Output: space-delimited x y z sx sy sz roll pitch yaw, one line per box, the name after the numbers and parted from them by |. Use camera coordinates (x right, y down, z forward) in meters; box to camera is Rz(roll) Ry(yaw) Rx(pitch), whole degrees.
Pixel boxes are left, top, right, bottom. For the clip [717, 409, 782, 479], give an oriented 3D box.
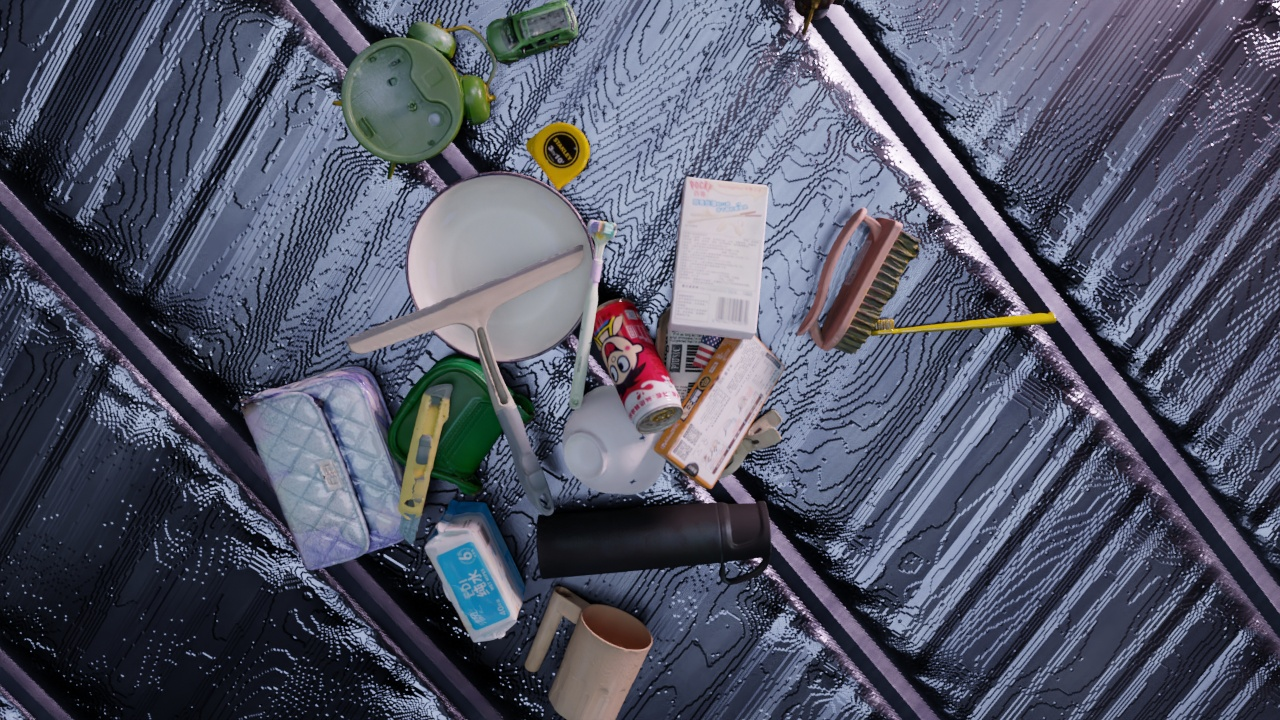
0.105 0.089 0.970 0.097 0.060 0.034 -35 97 18 | clip

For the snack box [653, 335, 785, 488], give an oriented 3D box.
0.082 0.047 0.927 0.075 0.026 0.153 40 78 -36 | snack box

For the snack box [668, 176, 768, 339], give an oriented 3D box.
0.077 -0.102 0.910 0.084 0.027 0.156 7 76 -1 | snack box

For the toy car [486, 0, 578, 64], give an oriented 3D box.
-0.107 -0.322 0.897 0.091 0.036 0.043 -17 101 7 | toy car

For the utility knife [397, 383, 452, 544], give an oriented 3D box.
-0.220 0.104 0.924 0.031 0.019 0.178 14 109 -4 | utility knife

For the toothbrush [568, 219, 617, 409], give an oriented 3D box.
-0.052 -0.044 0.911 0.029 0.020 0.189 9 97 -1 | toothbrush

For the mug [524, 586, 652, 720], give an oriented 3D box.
-0.061 0.322 0.998 0.125 0.084 0.103 27 102 20 | mug

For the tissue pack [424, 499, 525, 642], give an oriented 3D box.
-0.174 0.220 0.969 0.063 0.090 0.140 -23 100 4 | tissue pack

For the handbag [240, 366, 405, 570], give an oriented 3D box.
-0.320 0.110 0.957 0.134 0.075 0.194 -18 99 4 | handbag

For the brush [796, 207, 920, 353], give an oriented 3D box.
0.215 -0.076 0.925 0.073 0.063 0.146 25 101 -8 | brush

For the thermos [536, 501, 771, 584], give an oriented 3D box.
0.015 0.200 0.973 0.242 0.068 0.090 -4 96 1 | thermos

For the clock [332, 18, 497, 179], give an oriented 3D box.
-0.214 -0.261 0.897 0.161 0.056 0.116 -34 99 7 | clock

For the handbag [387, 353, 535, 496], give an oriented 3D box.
-0.187 0.065 0.951 0.120 0.068 0.131 34 99 -6 | handbag

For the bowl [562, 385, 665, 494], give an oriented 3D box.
-0.040 0.089 0.930 0.118 0.064 0.118 8 105 31 | bowl

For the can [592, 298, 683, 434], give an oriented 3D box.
-0.005 0.005 0.911 0.053 0.053 0.132 -28 62 5 | can

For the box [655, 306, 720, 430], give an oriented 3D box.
0.051 0.025 0.938 0.074 0.077 0.163 3 99 -10 | box

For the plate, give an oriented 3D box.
-0.140 -0.094 0.936 0.192 0.039 0.192 0 101 1 | plate

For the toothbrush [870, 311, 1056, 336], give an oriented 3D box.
0.334 -0.040 0.954 0.190 0.015 0.016 -4 94 1 | toothbrush

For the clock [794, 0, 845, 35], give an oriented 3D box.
0.172 -0.368 0.861 0.055 0.082 0.122 12 99 3 | clock

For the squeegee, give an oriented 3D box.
-0.132 0.042 0.902 0.246 0.039 0.247 -26 110 -25 | squeegee

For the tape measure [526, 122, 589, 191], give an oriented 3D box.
-0.079 -0.209 0.919 0.057 0.029 0.060 -37 98 8 | tape measure
